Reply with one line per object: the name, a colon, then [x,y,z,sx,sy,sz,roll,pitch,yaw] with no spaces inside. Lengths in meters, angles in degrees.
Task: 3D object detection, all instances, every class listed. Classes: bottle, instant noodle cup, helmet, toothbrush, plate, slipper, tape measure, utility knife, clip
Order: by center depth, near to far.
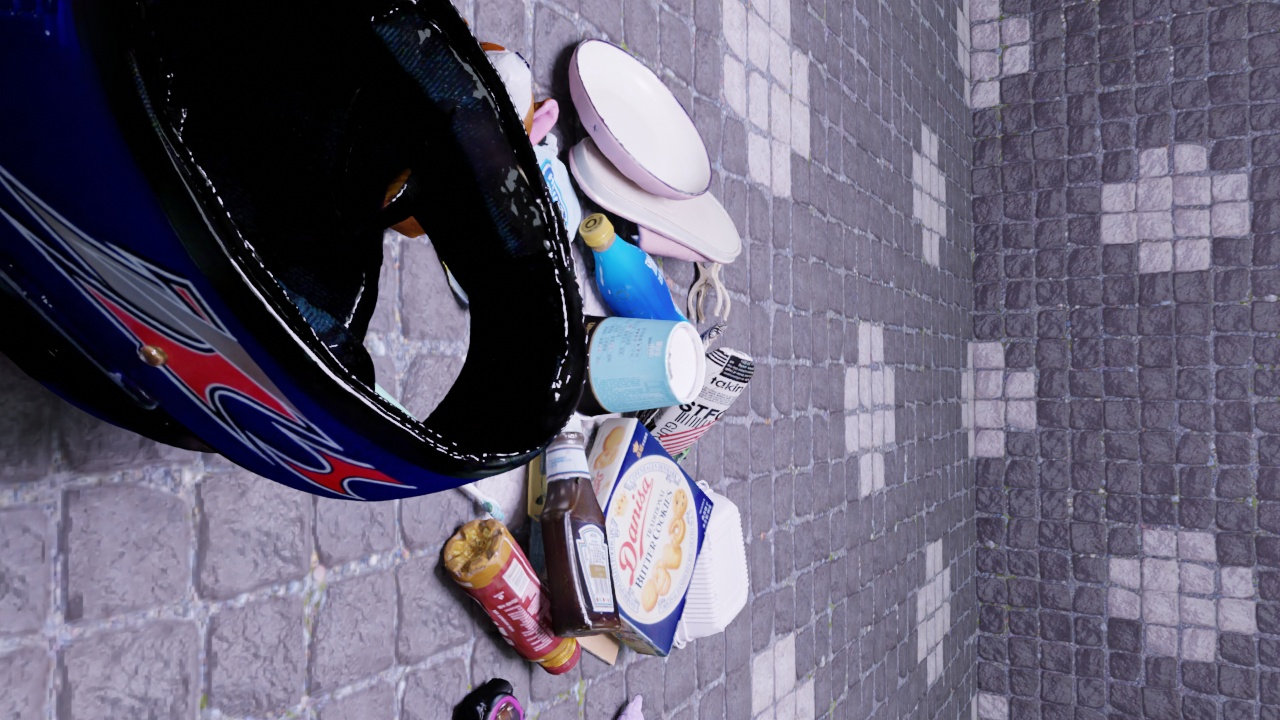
helmet: [-0.196,-0.068,0.451,0.315,0.241,0.246,60,39,-22]
toothbrush: [-0.170,0.067,0.712,0.026,0.027,0.224,-40,135,-4]
tape measure: [-0.125,0.304,0.768,0.057,0.039,0.058,-24,110,-57]
bottle: [-0.103,0.209,0.789,0.175,0.058,0.057,63,39,-36]
bottle: [-0.059,0.142,0.809,0.080,0.044,0.194,32,46,-62]
utility knife: [-0.094,0.097,0.856,0.031,0.021,0.198,11,85,-53]
instant noodle cup: [-0.005,0.005,0.897,0.111,0.121,0.111,3,87,-59]
plate: [-0.005,-0.237,0.930,0.192,0.039,0.192,33,37,-31]
bottle: [-0.001,-0.067,0.961,0.219,0.065,0.065,55,44,-44]
slipper: [0.017,-0.160,0.980,0.274,0.055,0.114,13,51,-50]
instant noodle cup: [0.081,0.244,1.099,0.137,0.060,0.173,-27,114,-57]
clip: [0.096,-0.096,1.125,0.034,0.082,0.104,23,81,-57]

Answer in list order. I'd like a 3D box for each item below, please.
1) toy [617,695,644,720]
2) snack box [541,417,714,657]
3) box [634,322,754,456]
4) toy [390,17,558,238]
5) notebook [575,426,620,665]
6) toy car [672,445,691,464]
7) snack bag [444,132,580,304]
toy: [-0.016,0.415,0.950,0.083,0.039,0.108,-13,103,-59]
snack box: [-0.004,0.182,0.938,0.182,0.046,0.177,50,49,-40]
box: [0.044,0.026,0.967,0.076,0.163,0.087,13,42,-32]
toy: [-0.136,-0.184,0.696,0.140,0.131,0.199,48,38,-18]
notebook: [-0.035,0.193,0.954,0.148,0.008,0.207,50,48,-46]
toy car: [0.038,0.092,1.054,0.043,0.036,0.091,55,49,-45]
snack bag: [-0.109,-0.127,0.812,0.190,0.039,0.110,-51,125,-50]
